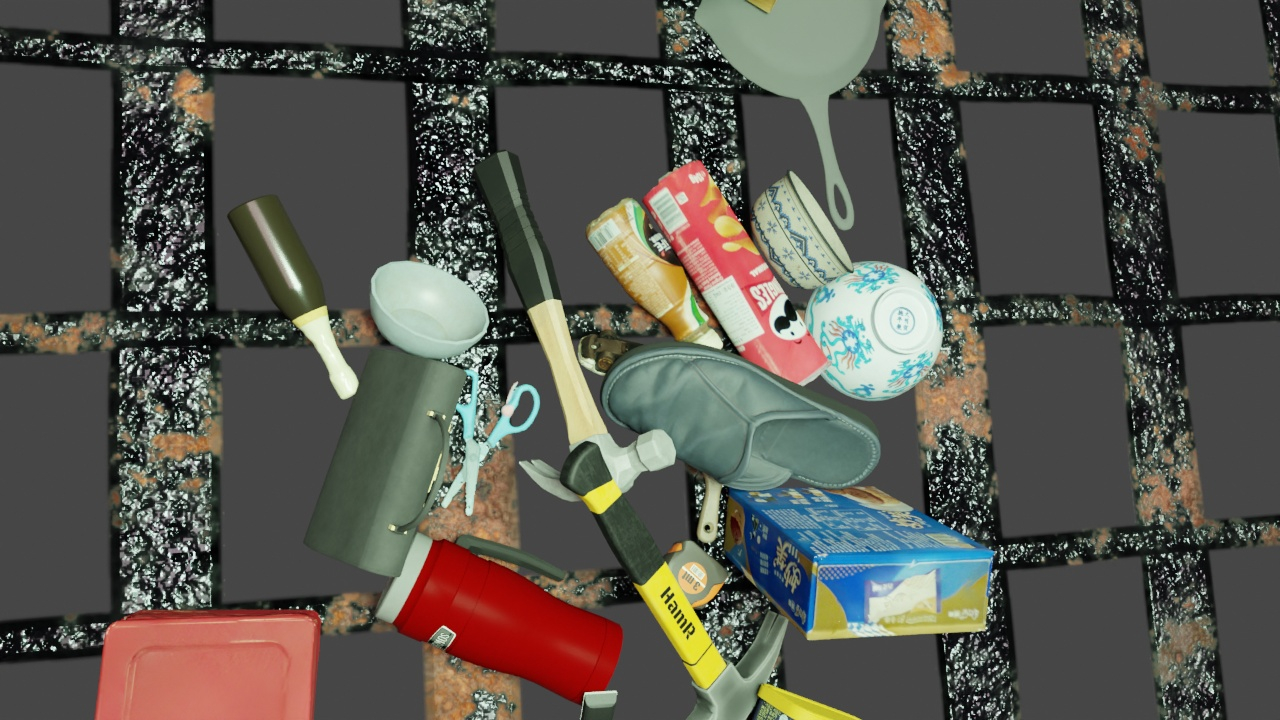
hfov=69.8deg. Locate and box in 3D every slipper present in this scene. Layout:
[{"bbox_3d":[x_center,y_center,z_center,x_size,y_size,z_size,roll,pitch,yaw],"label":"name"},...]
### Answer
[{"bbox_3d":[0.092,0.066,0.818,0.265,0.083,0.109,19,121,-7],"label":"slipper"}]

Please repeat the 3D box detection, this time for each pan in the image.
[{"bbox_3d":[0.174,-0.308,0.944,0.216,0.024,0.354,-12,87,-14],"label":"pan"}]

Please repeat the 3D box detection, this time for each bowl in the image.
[{"bbox_3d":[0.243,-0.034,0.903,0.144,0.074,0.144,1,83,-13],"label":"bowl"},{"bbox_3d":[-0.190,-0.038,0.803,0.106,0.106,0.039,29,122,-8],"label":"bowl"},{"bbox_3d":[0.148,-0.118,0.878,0.059,0.115,0.115,-32,92,20],"label":"bowl"}]

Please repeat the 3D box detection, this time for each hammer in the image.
[{"bbox_3d":[0.023,0.198,0.783,0.169,0.034,0.324,-42,118,-26],"label":"hammer"},{"bbox_3d":[-0.081,-0.034,0.819,0.131,0.039,0.328,-25,78,23],"label":"hammer"}]

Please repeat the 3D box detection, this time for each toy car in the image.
[{"bbox_3d":[-0.005,0.005,0.859,0.113,0.048,0.041,14,125,-9],"label":"toy car"}]

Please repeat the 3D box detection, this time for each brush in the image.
[{"bbox_3d":[0.074,0.099,0.881,0.039,0.012,0.151,13,81,-11],"label":"brush"}]

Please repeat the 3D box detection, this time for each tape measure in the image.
[{"bbox_3d":[0.043,0.203,0.852,0.058,0.038,0.058,41,63,-6],"label":"tape measure"}]

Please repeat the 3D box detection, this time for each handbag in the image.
[{"bbox_3d":[-0.186,0.082,0.723,0.072,0.196,0.175,22,79,-26],"label":"handbag"}]

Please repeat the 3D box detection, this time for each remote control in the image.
[{"bbox_3d":[-0.041,0.330,0.791,0.028,0.011,0.124,1,123,-13],"label":"remote control"}]

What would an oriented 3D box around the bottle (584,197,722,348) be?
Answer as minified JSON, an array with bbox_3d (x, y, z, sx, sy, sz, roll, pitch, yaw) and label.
[{"bbox_3d":[0.017,-0.072,0.863,0.059,0.059,0.167,-37,93,-14],"label":"bottle"}]

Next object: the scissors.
[{"bbox_3d":[-0.157,0.069,0.831,0.095,0.015,0.142,34,72,-8],"label":"scissors"}]

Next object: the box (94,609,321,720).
[{"bbox_3d":[-0.339,0.265,0.728,0.157,0.098,0.129,2,79,-13],"label":"box"}]

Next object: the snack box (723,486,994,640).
[{"bbox_3d":[0.178,0.167,0.795,0.155,0.203,0.069,1,97,-13],"label":"snack box"}]

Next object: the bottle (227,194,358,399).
[{"bbox_3d":[-0.294,-0.051,0.798,0.045,0.045,0.184,-28,97,-15],"label":"bottle"}]

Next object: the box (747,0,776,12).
[{"bbox_3d":[0.069,-0.507,0.774,0.279,0.337,0.285,29,80,-3],"label":"box"}]

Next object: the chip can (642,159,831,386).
[{"bbox_3d":[0.089,-0.076,0.875,0.073,0.073,0.233,-33,91,-14],"label":"chip can"}]

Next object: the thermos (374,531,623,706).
[{"bbox_3d":[-0.117,0.214,0.794,0.198,0.084,0.107,27,49,-11],"label":"thermos"}]

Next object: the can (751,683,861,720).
[{"bbox_3d":[0.155,0.369,0.827,0.135,0.075,0.104,27,81,-24],"label":"can"}]
